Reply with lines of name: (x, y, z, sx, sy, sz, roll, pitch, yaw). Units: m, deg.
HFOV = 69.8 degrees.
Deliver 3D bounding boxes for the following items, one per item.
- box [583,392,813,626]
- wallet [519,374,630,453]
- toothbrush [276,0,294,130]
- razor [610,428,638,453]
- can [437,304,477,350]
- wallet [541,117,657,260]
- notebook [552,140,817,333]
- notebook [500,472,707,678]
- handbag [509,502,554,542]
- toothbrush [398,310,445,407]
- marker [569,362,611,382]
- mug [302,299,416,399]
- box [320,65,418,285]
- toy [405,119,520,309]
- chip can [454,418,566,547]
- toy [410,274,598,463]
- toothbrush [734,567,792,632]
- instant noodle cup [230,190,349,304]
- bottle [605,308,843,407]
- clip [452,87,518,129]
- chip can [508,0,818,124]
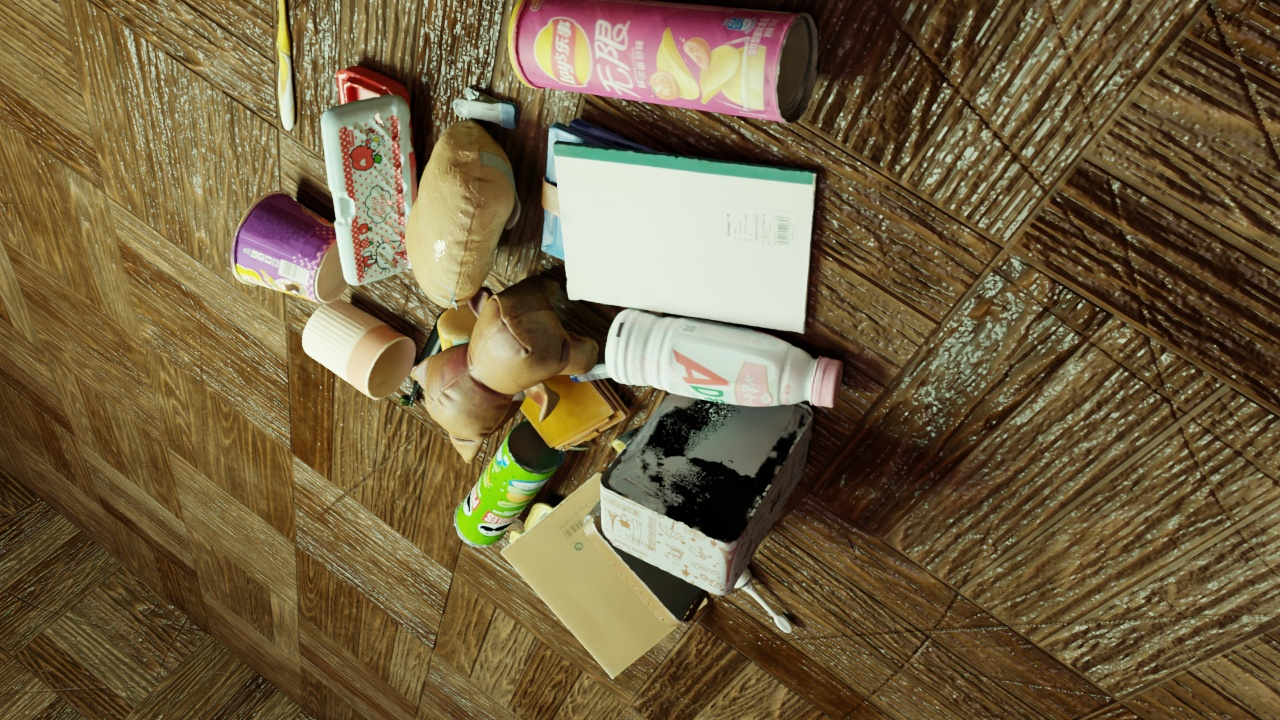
box: (0.049, 0.131, 0.833, 0.151, 0.181, 0.169, 21, 136, 24)
wallet: (-0.078, 0.045, 0.970, 0.119, 0.035, 0.131, 50, 140, -8)
toothbrush: (-0.348, -0.298, 0.887, 0.016, 0.018, 0.192, 35, 140, 11)
razor: (0.037, 0.133, 0.947, 0.167, 0.062, 0.068, 42, 111, 7)
can: (-0.183, 0.010, 1.005, 0.058, 0.058, 0.146, 21, 136, 23)
wallet: (-0.033, -0.130, 0.776, 0.106, 0.040, 0.133, 24, 137, 13)
notebook: (0.033, -0.097, 0.738, 0.209, 0.012, 0.151, 10, 132, 16)
notebook: (-0.039, 0.251, 1.063, 0.207, 0.148, 0.008, 51, 180, -12)
handbag: (-0.088, 0.260, 1.168, 0.163, 0.063, 0.179, 38, 155, 5)
toothbrush: (-0.253, 0.006, 1.082, 0.213, 0.027, 0.026, -48, 50, 51)
marker: (-0.005, 0.005, 0.871, 0.146, 0.016, 0.017, -9, 120, 31)
mug: (-0.334, -0.005, 1.096, 0.106, 0.081, 0.115, 30, 141, 17)
box: (-0.264, -0.166, 0.879, 0.095, 0.099, 0.202, 26, 138, 17)
toy: (-0.178, -0.114, 0.853, 0.082, 0.143, 0.227, 11, 150, -22)
chip can: (-0.161, 0.152, 1.108, 0.072, 0.072, 0.237, 40, 140, 1)
toy: (-0.139, 0.006, 0.898, 0.200, 0.130, 0.140, -42, 67, 25)
toothbrush: (0.093, 0.218, 0.998, 0.221, 0.027, 0.026, 48, 179, -9)
instant noodle cup: (-0.374, -0.118, 1.013, 0.099, 0.111, 0.112, 23, 138, 7)
bottle: (0.071, 0.002, 0.782, 0.197, 0.068, 0.068, 11, 132, 20)
clip: (-0.132, -0.216, 0.788, 0.057, 0.028, 0.024, 20, 139, 9)
chip can: (0.012, -0.212, 0.635, 0.211, 0.071, 0.071, 17, 135, 27)
